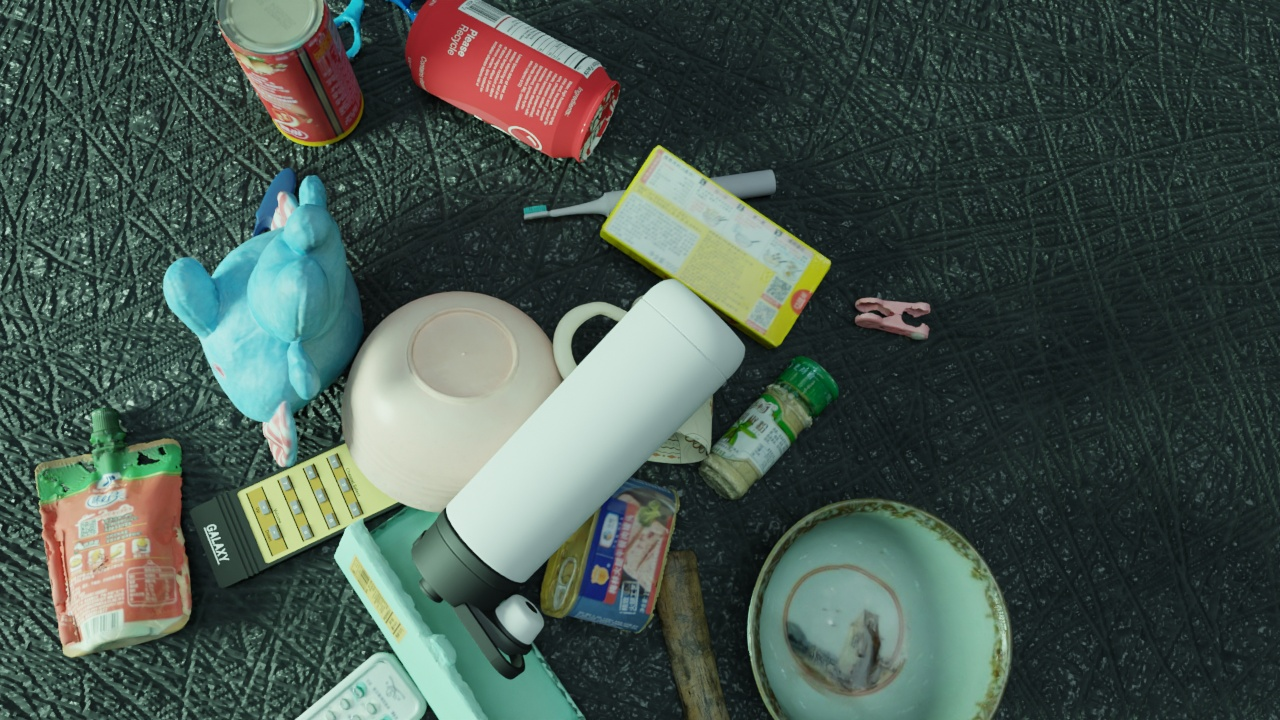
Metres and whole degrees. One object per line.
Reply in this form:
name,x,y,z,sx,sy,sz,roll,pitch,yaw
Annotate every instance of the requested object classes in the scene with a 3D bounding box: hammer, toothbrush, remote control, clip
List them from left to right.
toothbrush,-0.265,-0.077,0.642,0.021,0.016,0.132,13,76,-4
remote control,-0.221,0.095,0.606,0.133,0.013,0.058,-26,80,-11
remote control,-0.197,0.241,0.569,0.133,0.022,0.050,-39,83,-12
toothbrush,0.007,-0.119,0.676,0.188,0.018,0.019,-9,83,-7
hammer,0.047,0.286,0.577,0.120,0.033,0.330,-12,77,-7
clip,0.185,-0.028,0.671,0.060,0.023,0.043,-11,76,-14

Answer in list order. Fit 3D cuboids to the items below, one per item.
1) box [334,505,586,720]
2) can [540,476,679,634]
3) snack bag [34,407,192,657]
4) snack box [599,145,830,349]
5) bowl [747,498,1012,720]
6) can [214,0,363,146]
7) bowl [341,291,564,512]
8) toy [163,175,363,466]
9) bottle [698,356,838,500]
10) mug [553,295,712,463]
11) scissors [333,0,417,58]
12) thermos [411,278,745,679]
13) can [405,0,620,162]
box,-0.113,0.173,0.558,0.077,0.091,0.188,-34,81,-11
can,-0.020,0.121,0.590,0.059,0.054,0.099,22,73,-24
snack bag,-0.335,0.103,0.584,0.087,0.044,0.155,-12,73,-14
snack box,0.054,-0.080,0.655,0.152,0.025,0.075,33,83,-3
bowl,0.137,0.172,0.579,0.160,0.094,0.159,1,76,-5
can,-0.232,-0.202,0.619,0.066,0.124,0.066,1,76,-5
bowl,-0.115,0.013,0.583,0.153,0.076,0.152,5,59,-9
toy,-0.222,-0.033,0.552,0.114,0.181,0.183,4,74,-20
bottle,0.088,0.047,0.633,0.042,0.043,0.109,44,78,6
mug,-0.004,0.004,0.611,0.122,0.081,0.097,21,67,-22
scissors,-0.200,-0.286,0.703,0.117,0.014,0.130,-4,73,-2
thermos,-0.028,0.066,0.532,0.101,0.068,0.230,44,90,3
can,-0.092,-0.203,0.658,0.142,0.074,0.074,28,75,2
